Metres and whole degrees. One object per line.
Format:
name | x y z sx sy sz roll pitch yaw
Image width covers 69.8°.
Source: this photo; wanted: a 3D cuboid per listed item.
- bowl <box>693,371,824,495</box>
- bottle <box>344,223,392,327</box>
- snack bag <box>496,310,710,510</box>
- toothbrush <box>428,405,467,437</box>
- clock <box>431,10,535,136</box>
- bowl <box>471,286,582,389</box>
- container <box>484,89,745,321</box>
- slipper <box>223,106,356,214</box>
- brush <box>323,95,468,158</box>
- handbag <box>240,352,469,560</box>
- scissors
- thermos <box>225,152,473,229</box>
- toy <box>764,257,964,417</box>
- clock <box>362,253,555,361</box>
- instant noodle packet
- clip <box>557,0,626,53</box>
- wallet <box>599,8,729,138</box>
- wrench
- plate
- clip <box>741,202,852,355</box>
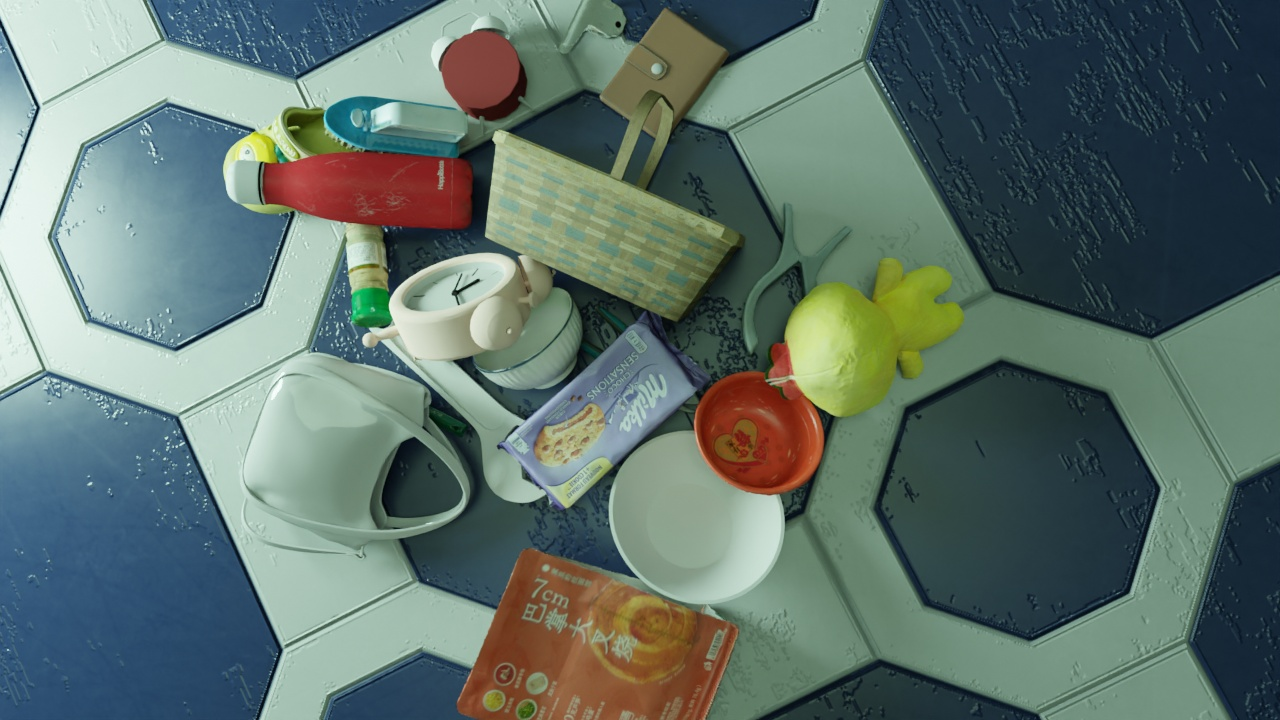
bowl | 0.113 0.078 0.909 0.130 0.045 0.130 4 63 -8
bottle | -0.286 -0.091 0.962 0.043 0.043 0.111 -11 76 3
snack bag | -0.035 0.050 0.913 0.205 0.058 0.096 -41 90 -2
toothbrush | -0.266 0.035 0.960 0.190 0.017 0.016 24 93 12
clock | -0.169 -0.310 0.974 0.087 0.044 0.124 -26 84 2
bowl | -0.104 -0.012 0.927 0.118 0.118 0.062 -34 125 1
container | -0.013 -0.167 0.899 0.250 0.157 0.186 24 100 6
slipper | -0.353 -0.221 0.966 0.190 0.081 0.091 -22 87 0
brush | -0.251 -0.240 0.935 0.135 0.075 0.055 1 86 -27
handbag | -0.284 0.112 0.942 0.222 0.095 0.216 24 101 -3
scissors | -0.003 -0.003 0.951 0.131 0.019 0.149 -7 84 5
thermos | -0.292 -0.175 0.931 0.239 0.073 0.073 1 86 -11
toy | 0.223 -0.023 0.896 0.207 0.092 0.134 -28 102 -19
clock | -0.171 -0.046 0.904 0.161 0.130 0.086 -8 121 24
instant noodle packet | -0.041 0.282 0.856 0.220 0.084 0.164 23 88 -21
clip | -0.049 -0.370 0.981 0.057 0.054 0.102 24 88 41
wallet | 0.025 -0.303 0.974 0.087 0.013 0.121 36 89 4
wrench | -0.193 0.043 0.965 0.273 0.018 0.087 41 91 8
plate | 0.052 0.157 0.907 0.174 0.036 0.173 4 63 -8
clip | 0.139 -0.083 0.941 0.106 0.028 0.163 26 87 4
